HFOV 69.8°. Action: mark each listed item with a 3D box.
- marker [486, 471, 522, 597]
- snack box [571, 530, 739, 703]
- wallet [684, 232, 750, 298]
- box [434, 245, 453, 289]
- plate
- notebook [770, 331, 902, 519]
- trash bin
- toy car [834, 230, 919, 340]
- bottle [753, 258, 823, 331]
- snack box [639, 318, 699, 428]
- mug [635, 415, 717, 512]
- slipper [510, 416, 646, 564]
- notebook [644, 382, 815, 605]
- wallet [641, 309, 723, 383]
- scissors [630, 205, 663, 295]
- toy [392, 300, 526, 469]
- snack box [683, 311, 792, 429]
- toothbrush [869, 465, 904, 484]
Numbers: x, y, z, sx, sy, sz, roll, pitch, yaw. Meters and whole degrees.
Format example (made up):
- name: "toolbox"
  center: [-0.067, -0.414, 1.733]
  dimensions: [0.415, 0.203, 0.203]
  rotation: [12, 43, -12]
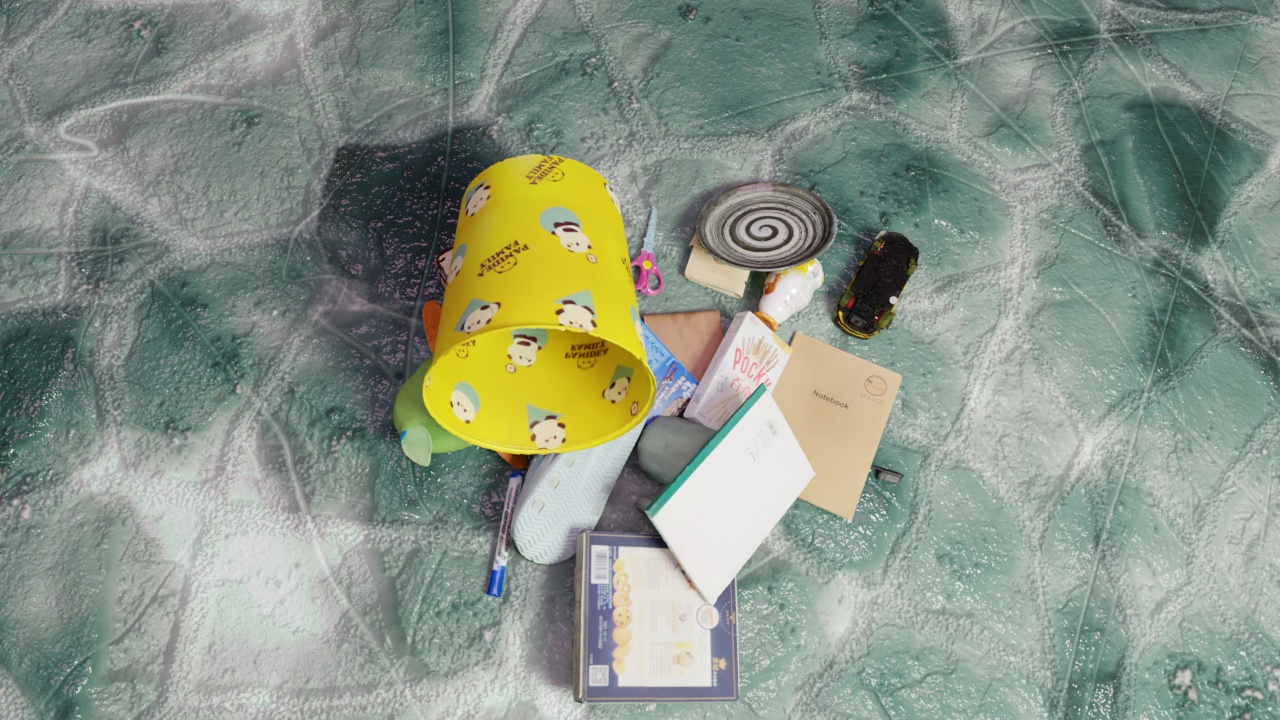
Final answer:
- name: "marker"
  center: [-0.157, 0.201, 1.069]
  dimensions: [0.017, 0.017, 0.145]
  rotation: [9, 70, -2]
- name: "snack box"
  center: [0.018, 0.285, 1.020]
  dimensions: [0.182, 0.046, 0.177]
  rotation: [7, 70, -17]
- name: "wallet"
  center: [0.108, -0.145, 1.210]
  dimensions: [0.087, 0.024, 0.115]
  rotation: [21, 71, -2]
- name: "box"
  center: [-0.165, -0.126, 1.151]
  dimensions: [0.168, 0.077, 0.091]
  rotation: [-31, 75, -14]
- name: "plate"
  center: [0.161, -0.168, 1.179]
  dimensions: [0.179, 0.024, 0.179]
  rotation: [-4, 47, 4]
- name: "notebook"
  center: [0.225, 0.076, 1.138]
  dimensions: [0.148, 0.008, 0.207]
  rotation: [24, 67, 7]
- name: "trash bin"
  center: [-0.106, -0.065, 0.978]
  dimensions: [0.229, 0.230, 0.254]
  rotation: [0, 55, -5]
- name: "toy car"
  center: [0.311, -0.099, 1.199]
  dimensions: [0.071, 0.041, 0.155]
  rotation: [29, 73, 6]
- name: "bottle"
  center: [0.187, -0.088, 1.173]
  dimensions: [0.063, 0.063, 0.108]
  rotation: [34, 71, 7]
- name: "snack box"
  center: [-0.007, 0.006, 1.112]
  dimensions: [0.084, 0.026, 0.157]
  rotation: [-44, 96, -15]
- name: "mug"
  center: [0.049, 0.130, 1.057]
  dimensions: [0.083, 0.103, 0.124]
  rotation: [29, 83, -38]
- name: "slipper"
  center: [-0.077, 0.118, 1.059]
  dimensions: [0.074, 0.104, 0.245]
  rotation: [23, 81, 49]
- name: "notebook"
  center: [0.107, 0.147, 1.025]
  dimensions: [0.208, 0.012, 0.150]
  rotation: [-45, 119, -25]
- name: "wallet"
  center: [0.057, -0.007, 1.159]
  dimensions: [0.101, 0.020, 0.115]
  rotation: [-4, 74, -7]
- name: "scissors"
  center: [0.009, -0.147, 1.206]
  dimensions: [0.057, 0.017, 0.133]
  rotation: [14, 66, -15]
- name: "toy"
  center: [-0.187, 0.026, 1.084]
  dimensions: [0.246, 0.090, 0.227]
  rotation: [-33, 94, -22]
- name: "snack box"
  center: [0.121, 0.026, 1.129]
  dimensions: [0.084, 0.027, 0.156]
  rotation: [38, 70, -24]
- name: "toothbrush"
  center: [0.231, 0.127, 1.130]
  dimensions: [0.189, 0.014, 0.016]
  rotation: [12, 95, 0]
